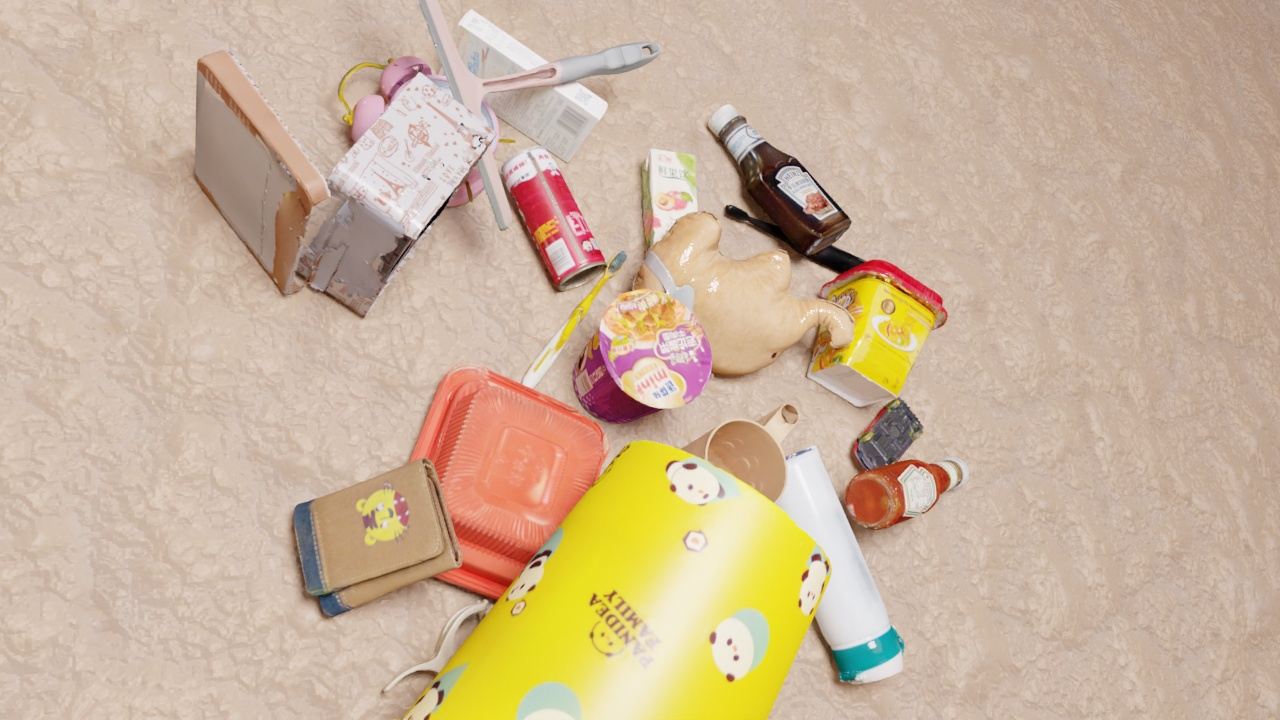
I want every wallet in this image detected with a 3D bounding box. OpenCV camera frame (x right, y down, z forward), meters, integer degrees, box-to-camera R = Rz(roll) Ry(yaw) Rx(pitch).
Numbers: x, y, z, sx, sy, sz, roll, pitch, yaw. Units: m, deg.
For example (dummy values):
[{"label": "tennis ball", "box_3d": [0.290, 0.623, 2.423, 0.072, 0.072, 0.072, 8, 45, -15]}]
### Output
[{"label": "wallet", "box_3d": [-0.198, 0.132, 0.688, 0.115, 0.033, 0.090, -21, 78, 10]}]

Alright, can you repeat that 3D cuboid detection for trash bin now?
[{"label": "trash bin", "box_3d": [-0.006, 0.211, 0.647, 0.229, 0.230, 0.254, 38, 69, -9]}]

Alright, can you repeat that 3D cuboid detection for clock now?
[{"label": "clock", "box_3d": [-0.203, -0.218, 0.852, 0.158, 0.060, 0.117, 32, 58, -10]}]

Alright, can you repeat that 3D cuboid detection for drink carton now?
[{"label": "drink carton", "box_3d": [0.030, -0.156, 0.956, 0.053, 0.046, 0.122, 4, 66, -14]}]

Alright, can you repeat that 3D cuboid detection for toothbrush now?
[{"label": "toothbrush", "box_3d": [-0.060, -0.042, 0.879, 0.016, 0.018, 0.190, 38, 58, -7]}, {"label": "toothbrush", "box_3d": [0.189, -0.131, 1.042, 0.212, 0.026, 0.027, 21, 27, -17]}]

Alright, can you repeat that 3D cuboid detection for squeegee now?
[{"label": "squeegee", "box_3d": [-0.080, -0.266, 0.846, 0.248, 0.040, 0.248, -25, 101, -36]}]

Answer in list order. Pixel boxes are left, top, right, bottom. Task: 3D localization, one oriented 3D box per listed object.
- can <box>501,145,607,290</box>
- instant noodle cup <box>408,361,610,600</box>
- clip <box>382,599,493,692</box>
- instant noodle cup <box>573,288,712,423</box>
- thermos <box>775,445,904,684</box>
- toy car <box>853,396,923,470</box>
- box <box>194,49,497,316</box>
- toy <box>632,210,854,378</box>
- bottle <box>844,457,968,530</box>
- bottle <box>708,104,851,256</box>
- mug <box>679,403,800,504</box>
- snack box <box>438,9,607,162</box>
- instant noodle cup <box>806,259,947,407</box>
[{"label": "can", "box_3d": [-0.084, -0.137, 0.884, 0.053, 0.053, 0.132, -22, 81, -33]}, {"label": "instant noodle cup", "box_3d": [-0.106, 0.097, 0.762, 0.164, 0.079, 0.188, 24, 59, -17]}, {"label": "clip", "box_3d": [-0.151, 0.228, 0.715, 0.061, 0.034, 0.097, 39, 66, -9]}, {"label": "instant noodle cup", "box_3d": [-0.005, 0.005, 0.840, 0.111, 0.099, 0.111, 10, 66, -23]}, {"label": "thermos", "box_3d": [0.184, 0.196, 0.880, 0.073, 0.073, 0.224, -16, 78, -32]}, {"label": "toy car", "box_3d": [0.264, 0.084, 0.987, 0.049, 0.031, 0.106, 50, 52, 0]}, {"label": "box", "box_3d": [-0.255, -0.152, 0.729, 0.192, 0.184, 0.156, 38, 57, -13]}, {"label": "toy", "box_3d": [0.099, -0.049, 0.908, 0.226, 0.144, 0.082, 24, 19, -19]}, {"label": "bottle", "box_3d": [0.281, 0.128, 0.939, 0.205, 0.060, 0.059, -4, 71, -49]}, {"label": "bottle", "box_3d": [0.149, -0.206, 1.025, 0.079, 0.044, 0.195, -28, 74, -39]}, {"label": "mug", "box_3d": [0.082, 0.095, 0.845, 0.084, 0.104, 0.124, 47, 56, -3]}, {"label": "snack box", "box_3d": [-0.117, -0.266, 0.902, 0.156, 0.085, 0.026, 33, 59, -13]}, {"label": "instant noodle cup", "box_3d": [0.245, -0.025, 0.982, 0.116, 0.116, 0.123, 31, 70, -14]}]
